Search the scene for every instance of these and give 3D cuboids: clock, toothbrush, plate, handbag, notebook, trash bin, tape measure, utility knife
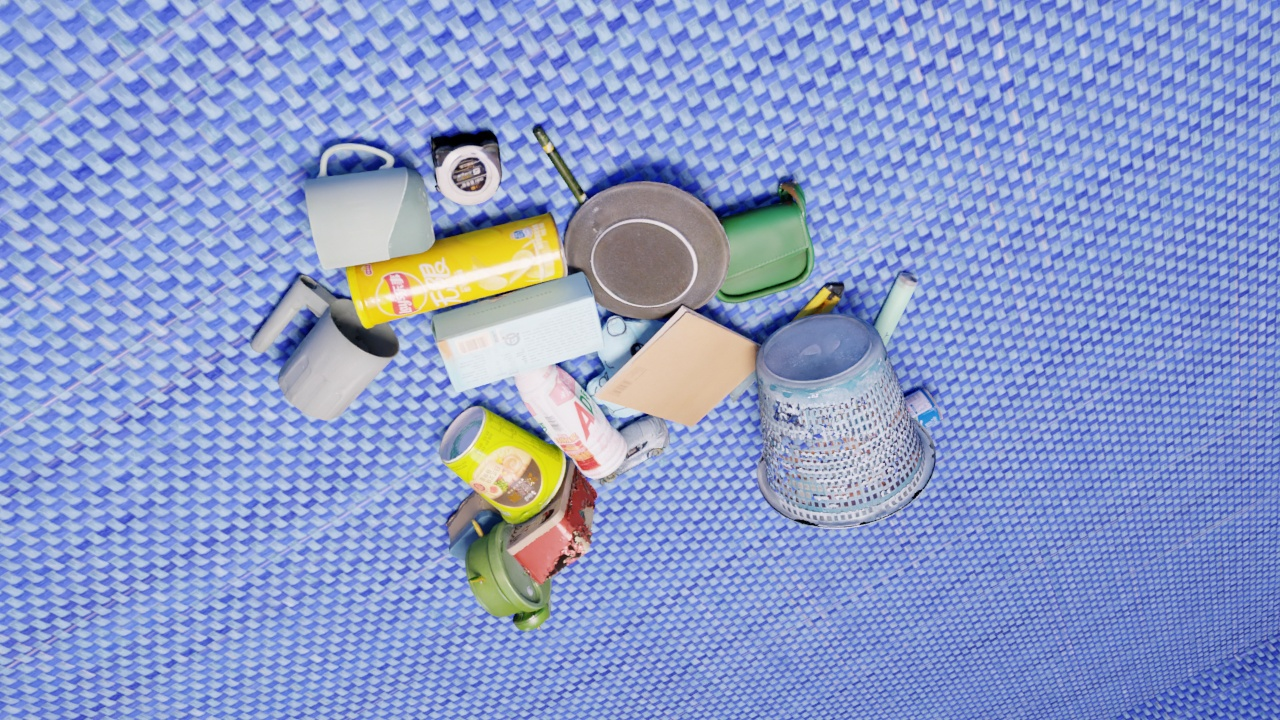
[{"bbox_3d":[-0.156,0.271,1.147,0.056,0.116,0.161,-27,130,17],"label":"clock"},{"bbox_3d":[0.309,-0.019,1.215,0.027,0.026,0.225,4,127,-18],"label":"toothbrush"},{"bbox_3d":[0.005,-0.107,0.978,0.179,0.024,0.180,5,132,5],"label":"plate"},{"bbox_3d":[0.127,-0.133,1.028,0.131,0.068,0.120,-15,124,-7],"label":"handbag"},{"bbox_3d":[0.057,0.015,1.105,0.150,0.012,0.211,-44,147,18],"label":"notebook"},{"bbox_3d":[0.234,0.058,1.125,0.226,0.226,0.195,-22,123,-2],"label":"trash bin"},{"bbox_3d":[-0.168,-0.186,0.888,0.065,0.033,0.066,-8,128,-12],"label":"tape measure"},{"bbox_3d":[-0.059,-0.172,0.956,0.017,0.012,0.186,-34,132,2],"label":"toothbrush"},{"bbox_3d":[0.185,-0.019,1.174,0.033,0.015,0.215,26,116,-32],"label":"utility knife"}]

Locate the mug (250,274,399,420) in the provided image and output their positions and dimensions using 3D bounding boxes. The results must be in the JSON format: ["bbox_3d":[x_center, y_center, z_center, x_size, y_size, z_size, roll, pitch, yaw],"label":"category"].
[{"bbox_3d":[-0.330,-0.013,0.953,0.124,0.083,0.103,41,110,-12],"label":"mug"}]

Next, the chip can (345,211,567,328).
[{"bbox_3d":[-0.185,-0.092,0.934,0.213,0.072,0.072,-14,132,-9],"label":"chip can"}]

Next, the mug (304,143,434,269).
[{"bbox_3d":[-0.255,-0.149,0.863,0.106,0.082,0.112,-11,100,-11],"label":"mug"}]

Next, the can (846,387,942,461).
[{"bbox_3d":[0.358,0.094,1.310,0.134,0.053,0.053,-30,133,6],"label":"can"}]

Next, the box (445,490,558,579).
[{"bbox_3d":[-0.175,0.234,1.224,0.184,0.061,0.090,26,115,-37],"label":"box"}]

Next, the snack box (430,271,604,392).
[{"bbox_3d":[-0.129,-0.030,0.981,0.175,0.051,0.074,-17,133,-6],"label":"snack box"}]

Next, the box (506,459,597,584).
[{"bbox_3d":[-0.100,0.202,1.140,0.091,0.168,0.077,-36,104,11],"label":"box"}]

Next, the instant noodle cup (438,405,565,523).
[{"bbox_3d":[-0.172,0.119,1.102,0.112,0.111,0.123,-40,123,15],"label":"instant noodle cup"}]

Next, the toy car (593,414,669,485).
[{"bbox_3d":[-0.018,0.113,1.184,0.121,0.054,0.037,-33,135,10],"label":"toy car"}]

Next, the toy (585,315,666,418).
[{"bbox_3d":[-0.007,0.006,1.101,0.156,0.049,0.161,-37,131,20],"label":"toy"}]

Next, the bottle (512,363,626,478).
[{"bbox_3d":[-0.093,0.057,1.093,0.068,0.068,0.197,-33,120,8],"label":"bottle"}]
